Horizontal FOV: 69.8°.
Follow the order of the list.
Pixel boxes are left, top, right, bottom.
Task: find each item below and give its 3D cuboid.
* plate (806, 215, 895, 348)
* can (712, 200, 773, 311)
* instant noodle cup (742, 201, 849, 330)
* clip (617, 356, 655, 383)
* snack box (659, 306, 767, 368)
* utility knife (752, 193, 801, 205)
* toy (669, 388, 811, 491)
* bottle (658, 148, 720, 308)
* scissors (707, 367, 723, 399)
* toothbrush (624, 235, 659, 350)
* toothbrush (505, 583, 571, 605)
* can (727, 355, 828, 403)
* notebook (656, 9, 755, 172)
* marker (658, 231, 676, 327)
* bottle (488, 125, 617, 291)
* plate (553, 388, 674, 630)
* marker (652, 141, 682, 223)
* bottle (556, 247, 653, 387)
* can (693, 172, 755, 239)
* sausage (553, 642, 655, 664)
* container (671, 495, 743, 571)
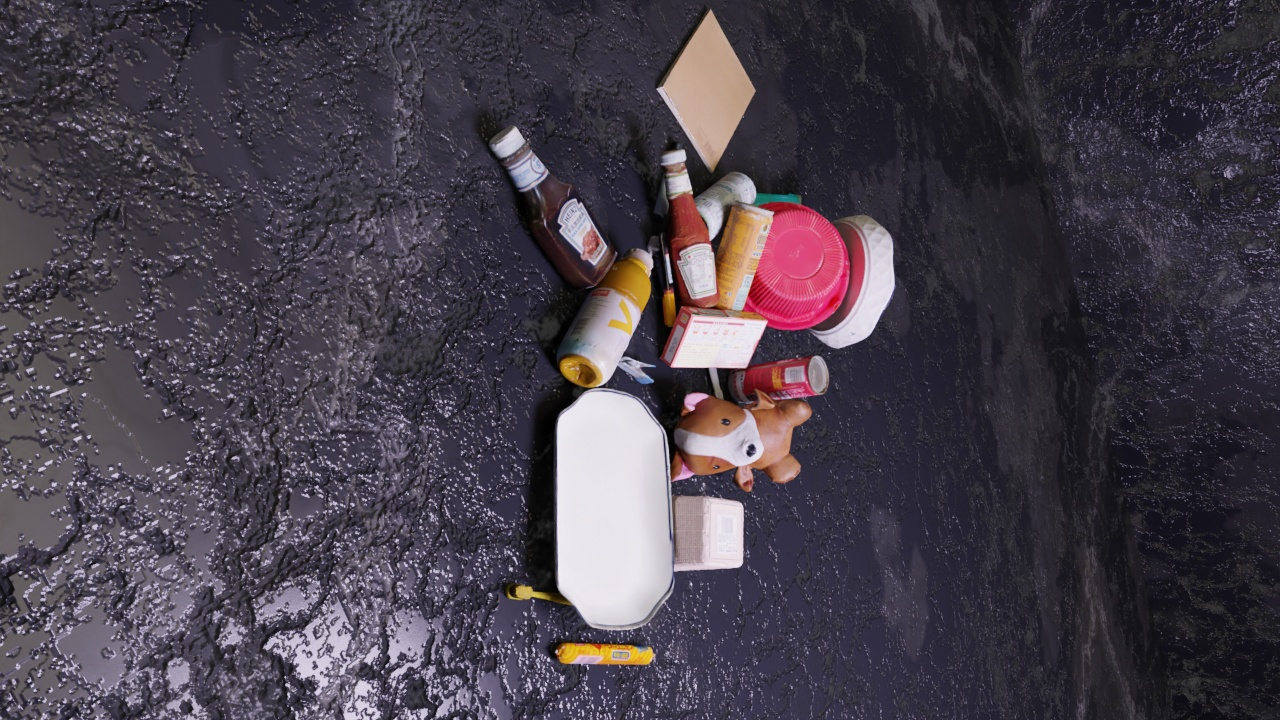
[{"bbox_3d":[0.303,-0.124,1.398,0.045,0.205,0.204,9,75,-25],"label":"plate"},{"bbox_3d":[0.132,-0.139,1.245,0.058,0.058,0.146,0,112,-50],"label":"can"},{"bbox_3d":[0.215,-0.143,1.303,0.194,0.066,0.193,1,80,-6],"label":"instant noodle cup"},{"bbox_3d":[-0.008,0.008,1.124,0.058,0.027,0.045,24,72,-41],"label":"clip"},{"bbox_3d":[0.099,-0.028,1.215,0.155,0.027,0.077,1,119,-45],"label":"snack box"},{"bbox_3d":[0.214,-0.251,1.449,0.151,0.013,0.029,-8,86,-48],"label":"utility knife"},{"bbox_3d":[0.125,0.103,1.185,0.199,0.130,0.140,7,96,-29],"label":"toy"},{"bbox_3d":[0.059,-0.169,1.191,0.059,0.060,0.206,-30,113,-49],"label":"bottle"},{"bbox_3d":[0.102,0.059,1.256,0.174,0.012,0.124,58,45,-23],"label":"scissors"},{"bbox_3d":[0.000,-0.086,1.157,0.016,0.016,0.179,40,54,-36],"label":"toothbrush"},{"bbox_3d":[-0.072,0.261,1.002,0.190,0.017,0.015,24,65,-45],"label":"toothbrush"},{"bbox_3d":[0.189,0.028,1.268,0.053,0.133,0.053,13,72,-48],"label":"can"},{"bbox_3d":[0.102,-0.396,1.344,0.149,0.012,0.210,52,47,-31],"label":"notebook"},{"bbox_3d":[0.033,-0.104,1.186,0.018,0.015,0.124,-28,114,-63],"label":"marker"},{"bbox_3d":[-0.100,-0.173,1.033,0.195,0.044,0.079,55,45,-27],"label":"bottle"},{"bbox_3d":[-0.036,0.164,1.025,0.161,0.034,0.265,10,70,-38],"label":"plate"},{"bbox_3d":[0.038,-0.239,1.231,0.022,0.018,0.130,35,57,-39],"label":"marker"},{"bbox_3d":[-0.034,-0.055,1.068,0.068,0.068,0.189,51,48,-31],"label":"bottle"},{"bbox_3d":[0.105,-0.211,1.273,0.146,0.058,0.058,-43,115,-45],"label":"can"},{"bbox_3d":[-0.038,0.328,1.026,0.165,0.021,0.021,21,67,-47],"label":"sausage"},{"bbox_3d":[0.058,0.206,1.094,0.090,0.111,0.089,17,70,-47],"label":"container"}]
